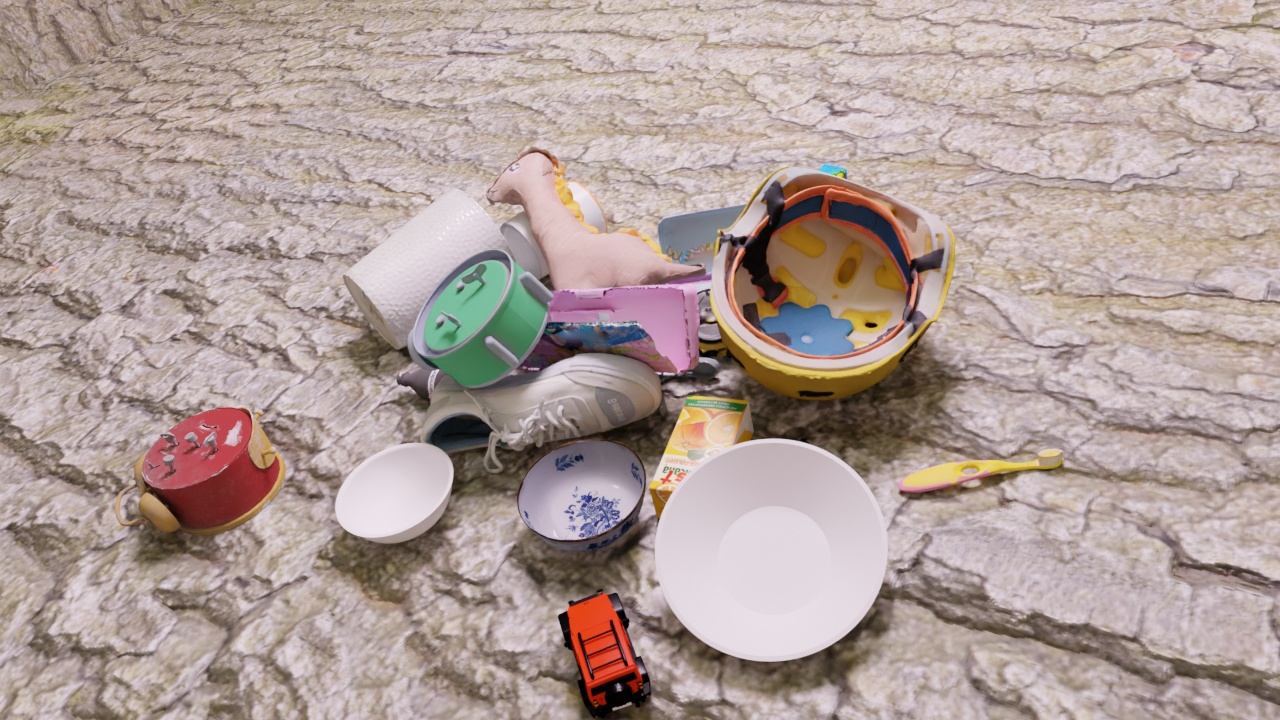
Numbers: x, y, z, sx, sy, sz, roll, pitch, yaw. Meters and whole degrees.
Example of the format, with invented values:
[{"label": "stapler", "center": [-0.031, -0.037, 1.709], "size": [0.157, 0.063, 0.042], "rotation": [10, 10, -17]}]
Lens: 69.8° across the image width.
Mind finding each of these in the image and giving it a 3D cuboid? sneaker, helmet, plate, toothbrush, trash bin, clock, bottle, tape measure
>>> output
[{"label": "sneaker", "center": [-0.097, 0.057, 0.863], "size": [0.243, 0.089, 0.090], "rotation": [-6, 44, 20]}, {"label": "helmet", "center": [0.167, -0.049, 0.860], "size": [0.209, 0.140, 0.239], "rotation": [25, 63, 18]}, {"label": "plate", "center": [0.100, 0.147, 0.705], "size": [0.174, 0.036, 0.173], "rotation": [-8, 58, 12]}, {"label": "toothbrush", "center": [0.280, 0.090, 0.755], "size": [0.135, 0.016, 0.021], "rotation": [-10, 44, 4]}, {"label": "trash bin", "center": [-0.245, -0.101, 1.061], "size": [0.161, 0.133, 0.133], "rotation": [-39, 45, -20]}, {"label": "clock", "center": [-0.439, 0.108, 0.901], "size": [0.158, 0.081, 0.117], "rotation": [-27, 41, -15]}, {"label": "bottle", "center": [-0.208, 0.025, 0.965], "size": [0.110, 0.036, 0.036], "rotation": [6, 43, 23]}, {"label": "tape measure", "center": [0.077, -0.038, 0.936], "size": [0.072, 0.042, 0.071], "rotation": [-17, 71, 6]}, {"label": "clock", "center": [-0.165, -0.041, 0.867], "size": [0.162, 0.075, 0.121], "rotation": [2, 58, 44]}]

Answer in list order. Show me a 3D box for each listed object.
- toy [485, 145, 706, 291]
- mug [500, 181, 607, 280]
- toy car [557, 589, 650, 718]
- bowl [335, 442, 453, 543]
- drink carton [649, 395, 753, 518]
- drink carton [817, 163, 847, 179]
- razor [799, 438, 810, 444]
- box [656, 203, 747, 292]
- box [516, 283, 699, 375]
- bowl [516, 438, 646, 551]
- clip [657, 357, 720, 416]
[{"label": "toy", "center": [-0.059, -0.151, 1.023], "size": [0.196, 0.065, 0.264], "rotation": [-22, 59, 0]}, {"label": "mug", "center": [-0.105, -0.157, 1.115], "size": [0.105, 0.082, 0.082], "rotation": [-37, 44, -24]}, {"label": "toy car", "center": [-0.028, 0.212, 0.678], "size": [0.051, 0.049, 0.100], "rotation": [-20, 39, -7]}, {"label": "bowl", "center": [-0.218, 0.130, 0.840], "size": [0.110, 0.041, 0.109], "rotation": [-9, 41, 8]}, {"label": "drink carton", "center": [0.055, 0.089, 0.807], "size": [0.058, 0.041, 0.122], "rotation": [5, 43, 22]}, {"label": "drink carton", "center": [0.198, -0.187, 1.089], "size": [0.039, 0.044, 0.128], "rotation": [24, 52, 37]}, {"label": "razor", "center": [0.138, 0.104, 0.779], "size": [0.042, 0.026, 0.105], "rotation": [-5, 36, 15]}, {"label": "box", "center": [0.129, -0.106, 0.999], "size": [0.214, 0.062, 0.140], "rotation": [-7, 75, 9]}, {"label": "box", "center": [-0.059, -0.028, 0.887], "size": [0.231, 0.084, 0.090], "rotation": [2, 6, 40]}, {"label": "bowl", "center": [-0.046, 0.124, 0.791], "size": [0.114, 0.045, 0.114], "rotation": [-9, 40, 7]}, {"label": "clip", "center": [-0.007, 0.006, 0.935], "size": [0.162, 0.027, 0.090], "rotation": [20, 51, 36]}]
